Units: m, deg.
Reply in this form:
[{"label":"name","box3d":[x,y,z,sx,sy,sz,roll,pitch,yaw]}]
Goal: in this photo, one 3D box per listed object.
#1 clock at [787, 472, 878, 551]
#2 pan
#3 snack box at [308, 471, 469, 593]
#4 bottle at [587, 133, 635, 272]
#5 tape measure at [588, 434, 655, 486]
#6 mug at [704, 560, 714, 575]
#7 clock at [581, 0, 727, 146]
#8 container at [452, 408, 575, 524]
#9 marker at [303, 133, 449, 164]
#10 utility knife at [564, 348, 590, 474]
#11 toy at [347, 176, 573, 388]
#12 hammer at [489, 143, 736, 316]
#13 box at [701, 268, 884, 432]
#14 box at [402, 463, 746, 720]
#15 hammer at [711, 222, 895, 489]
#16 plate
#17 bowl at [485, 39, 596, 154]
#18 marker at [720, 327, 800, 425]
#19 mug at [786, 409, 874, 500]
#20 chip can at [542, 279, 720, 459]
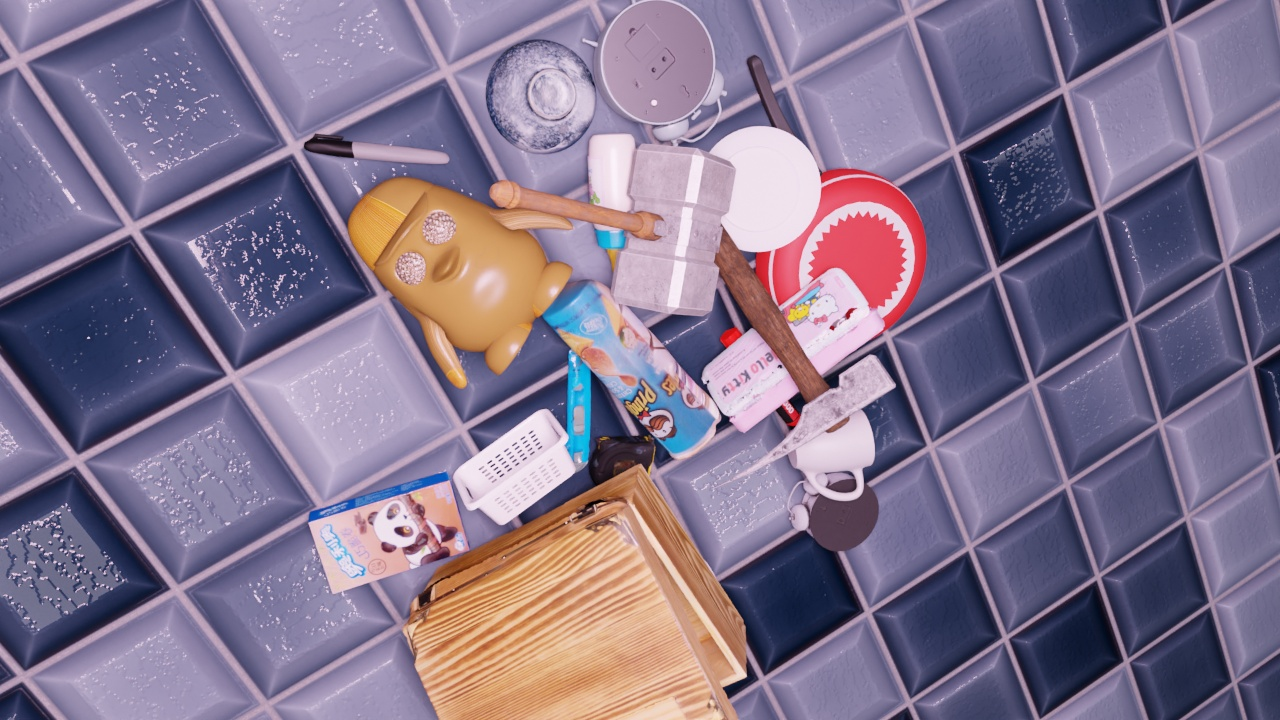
[{"label":"clock","box3d":[0.237,0.184,1.141,0.122,0.035,0.094,21,96,-20]},{"label":"pan","box3d":[0.204,-0.175,1.036,0.209,0.067,0.356,-30,113,-6]},{"label":"snack box","box3d":[-0.268,0.184,0.986,0.151,0.034,0.087,-16,107,-13]},{"label":"bottle","box3d":[-0.028,-0.164,0.968,0.051,0.051,0.146,-6,105,-16]},{"label":"tape measure","box3d":[-0.022,0.121,1.044,0.071,0.042,0.072,1,105,-21]},{"label":"mug","box3d":[0.054,0.298,1.074,0.090,0.110,0.074,-21,139,-12]},{"label":"clock","box3d":[0.021,-0.299,0.955,0.122,0.045,0.159,-47,112,-2]},{"label":"container","box3d":[-0.131,0.119,0.992,0.129,0.081,0.049,-36,122,-6]},{"label":"marker","box3d":[-0.259,-0.209,0.907,0.138,0.016,0.022,1,79,-18]},{"label":"utility knife","box3d":[-0.070,0.046,1.025,0.031,0.015,0.173,-4,103,-21]},{"label":"toy","box3d":[-0.184,-0.097,0.888,0.203,0.162,0.198,35,88,-11]},{"label":"hammer","box3d":[-0.029,-0.132,0.847,0.317,0.083,0.163,-1,102,-57]},{"label":"box","box3d":[0.163,-0.014,1.018,0.202,0.087,0.095,-39,86,16]},{"label":"box","box3d":[-0.072,0.280,0.923,0.280,0.215,0.257,-29,102,16]},{"label":"hammer","box3d":[0.098,-0.034,0.985,0.218,0.037,0.300,-35,78,16]},{"label":"plate","box3d":[0.128,-0.186,0.998,0.135,0.011,0.134,2,100,11]},{"label":"bowl","box3d":[-0.093,-0.264,0.920,0.114,0.061,0.114,-4,105,-17]},{"label":"marker","box3d":[0.145,0.021,1.081,0.023,0.021,0.145,-33,112,17]},{"label":"mug","box3d":[0.227,0.117,1.098,0.089,0.071,0.107,-10,88,-6]},{"label":"chip can","box3d":[-0.006,0.006,1.000,0.080,0.080,0.229,-44,113,-4]}]
